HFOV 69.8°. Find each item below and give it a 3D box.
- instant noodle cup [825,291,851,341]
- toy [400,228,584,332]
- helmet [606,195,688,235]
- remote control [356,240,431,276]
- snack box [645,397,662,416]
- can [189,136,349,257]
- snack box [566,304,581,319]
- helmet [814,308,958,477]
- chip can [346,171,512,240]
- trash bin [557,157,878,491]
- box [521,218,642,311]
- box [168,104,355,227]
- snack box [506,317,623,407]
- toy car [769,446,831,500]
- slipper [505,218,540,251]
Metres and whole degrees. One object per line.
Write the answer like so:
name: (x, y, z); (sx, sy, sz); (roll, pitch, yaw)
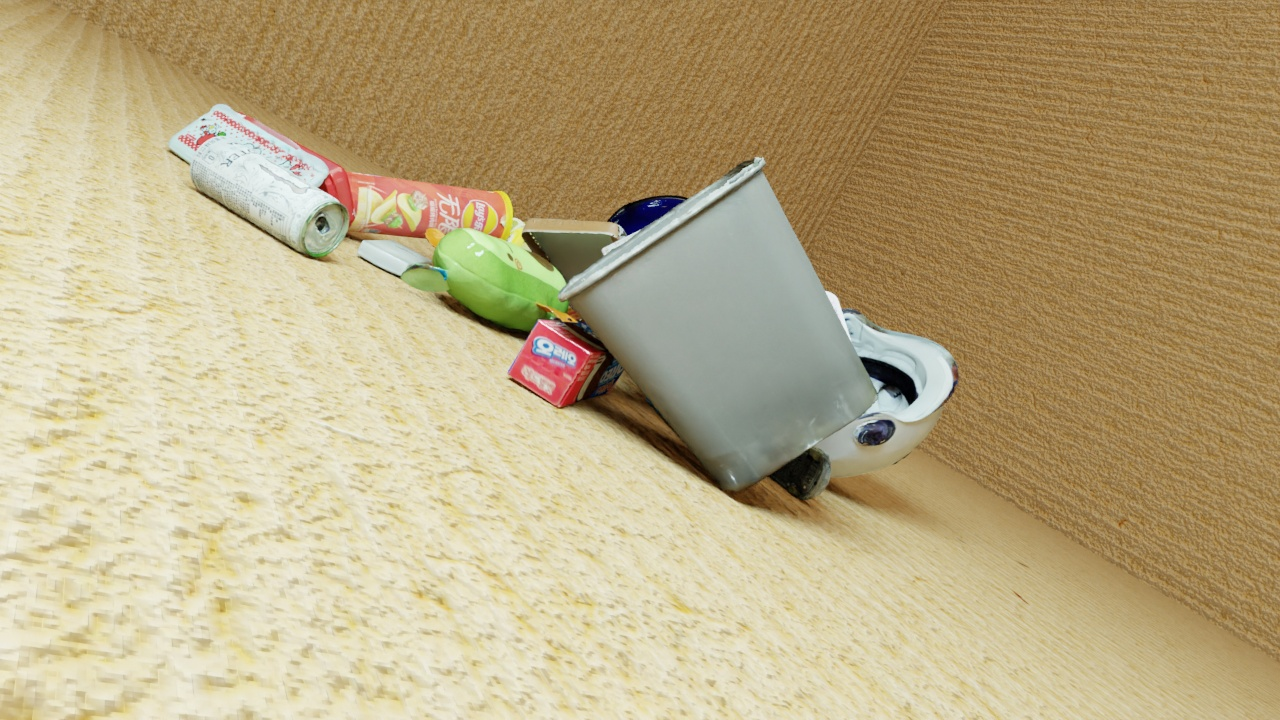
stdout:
instant noodle cup: (0.157, -0.012, 1.013); (0.138, 0.060, 0.173); (1, 33, 1)
toy: (-0.145, -0.083, 0.995); (0.227, 0.090, 0.246); (29, 2, 19)
helmet: (0.069, -0.121, 1.552); (0.315, 0.248, 0.240); (17, 51, -37)
remote control: (-0.272, -0.114, 1.021); (0.056, 0.019, 0.135); (28, 6, -6)
snack box: (0.067, 0.069, 0.964); (0.084, 0.026, 0.157); (25, 6, -21)
can: (-0.339, -0.150, 0.837); (0.147, 0.058, 0.058); (30, 6, 17)
snack box: (-0.063, -0.070, 1.230); (0.154, 0.075, 0.026); (20, 7, 5)
helmet: (0.235, 0.055, 1.100); (0.258, 0.146, 0.228); (-1, 34, -2)
chip can: (-0.264, -0.180, 1.104); (0.216, 0.073, 0.073); (0, 23, -37)
trash bin: (0.072, -0.029, 0.788); (0.220, 0.199, 0.199); (55, 5, -8)
box: (-0.005, -0.079, 1.070); (0.272, 0.130, 0.179); (35, -13, 37)
box: (-0.413, -0.200, 0.988); (0.201, 0.095, 0.101); (30, 48, 26)
snack box: (-0.058, 0.000, 0.845); (0.058, 0.057, 0.207); (32, 6, 7)
toy car: (0.155, 0.102, 0.955); (0.036, 0.054, 0.120); (22, 9, -33)
slipper: (-0.167, -0.141, 1.218); (0.081, 0.091, 0.190); (42, -1, -17)
